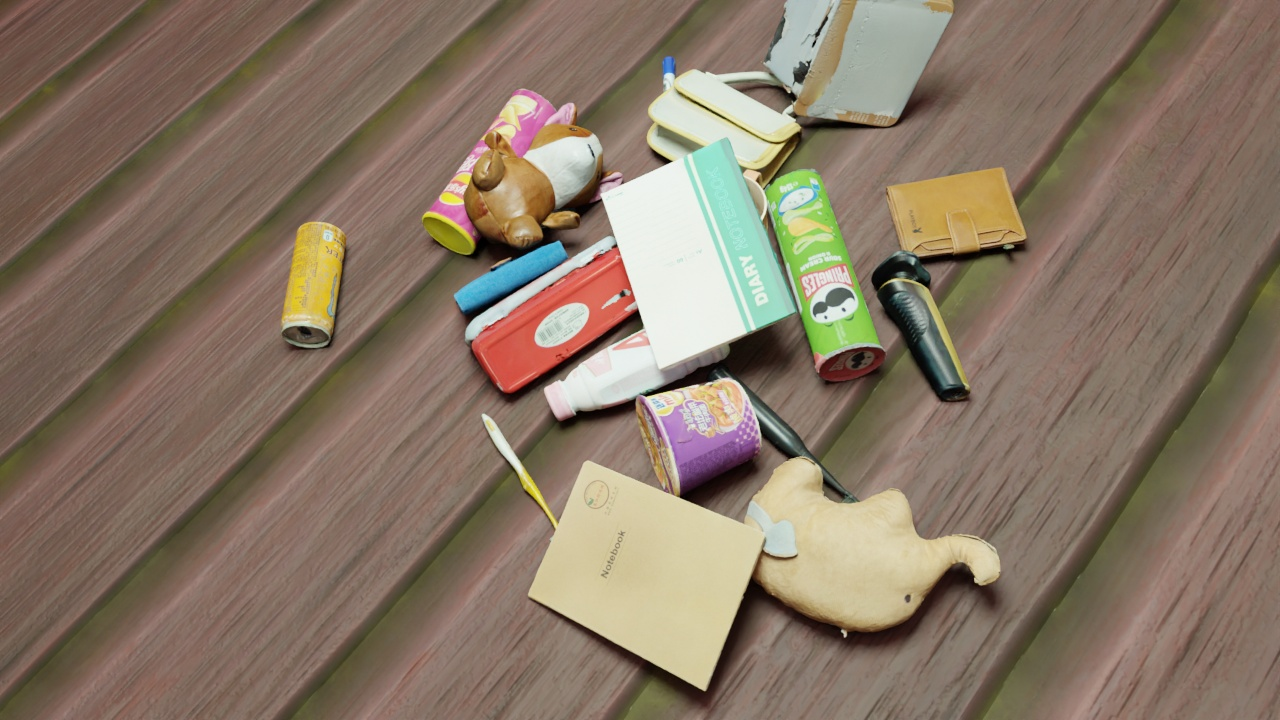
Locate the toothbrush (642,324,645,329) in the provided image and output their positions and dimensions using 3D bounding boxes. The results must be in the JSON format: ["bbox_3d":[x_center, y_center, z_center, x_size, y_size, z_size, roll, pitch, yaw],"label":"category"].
[{"bbox_3d":[0.037,-0.128,1.056,0.026,0.027,0.220,16,64,-6],"label":"toothbrush"}]

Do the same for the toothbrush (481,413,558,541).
[{"bbox_3d":[-0.122,0.128,0.957,0.018,0.016,0.191,-37,64,-1],"label":"toothbrush"}]

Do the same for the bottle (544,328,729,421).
[{"bbox_3d":[-0.006,0.006,0.973,0.197,0.068,0.068,-25,62,-1],"label":"bottle"}]

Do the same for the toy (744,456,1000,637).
[{"bbox_3d":[0.203,0.181,0.839,0.226,0.082,0.143,18,83,14],"label":"toy"}]

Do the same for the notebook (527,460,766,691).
[{"bbox_3d":[0.001,0.194,0.860,0.208,0.008,0.147,18,81,32],"label":"notebook"}]

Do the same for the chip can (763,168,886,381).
[{"bbox_3d":[0.193,-0.095,0.988,0.072,0.072,0.235,-13,61,2],"label":"chip can"}]

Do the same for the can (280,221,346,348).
[{"bbox_3d":[-0.387,-0.091,1.089,0.058,0.058,0.145,-5,63,7],"label":"can"}]

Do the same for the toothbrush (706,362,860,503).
[{"bbox_3d":[0.146,0.080,0.931,0.027,0.026,0.212,-36,64,-17],"label":"toothbrush"}]

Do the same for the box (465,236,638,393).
[{"bbox_3d":[-0.101,-0.060,1.027,0.201,0.095,0.099,-34,27,-10],"label":"box"}]

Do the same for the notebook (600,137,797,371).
[{"bbox_3d":[0.056,-0.111,0.940,0.150,0.012,0.209,-23,72,14],"label":"notebook"}]

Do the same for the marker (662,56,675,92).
[{"bbox_3d":[0.037,-0.326,1.163,0.017,0.017,0.145,-4,63,7],"label":"marker"}]

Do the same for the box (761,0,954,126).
[{"bbox_3d":[0.253,-0.367,1.043,0.150,0.182,0.168,-35,74,-27],"label":"box"}]

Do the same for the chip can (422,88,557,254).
[{"bbox_3d":[-0.179,-0.232,1.119,0.071,0.071,0.210,23,69,19],"label":"chip can"}]

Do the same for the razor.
[{"bbox_3d":[0.297,-0.035,0.955,0.067,0.062,0.167,-5,63,-29],"label":"razor"}]

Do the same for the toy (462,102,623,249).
[{"bbox_3d":[-0.108,-0.214,1.055,0.131,0.140,0.199,-14,19,46],"label":"toy"}]

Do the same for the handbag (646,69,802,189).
[{"bbox_3d":[0.115,-0.300,1.106,0.163,0.063,0.178,33,66,15],"label":"handbag"}]

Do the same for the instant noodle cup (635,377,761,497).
[{"bbox_3d":[0.059,0.070,0.909,0.099,0.112,0.111,-20,61,-10],"label":"instant noodle cup"}]

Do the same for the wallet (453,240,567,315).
[{"bbox_3d":[-0.148,-0.095,1.034,0.133,0.106,0.040,-28,99,-7],"label":"wallet"}]

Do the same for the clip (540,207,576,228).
[{"bbox_3d":[-0.105,-0.173,1.110,0.056,0.028,0.024,-16,63,-9],"label":"clip"}]

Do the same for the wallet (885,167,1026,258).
[{"bbox_3d":[0.350,-0.156,1.017,0.131,0.035,0.118,-9,56,6],"label":"wallet"}]

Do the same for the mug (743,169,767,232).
[{"bbox_3d":[0.105,-0.151,1.011,0.082,0.106,0.114,20,68,18],"label":"mug"}]
